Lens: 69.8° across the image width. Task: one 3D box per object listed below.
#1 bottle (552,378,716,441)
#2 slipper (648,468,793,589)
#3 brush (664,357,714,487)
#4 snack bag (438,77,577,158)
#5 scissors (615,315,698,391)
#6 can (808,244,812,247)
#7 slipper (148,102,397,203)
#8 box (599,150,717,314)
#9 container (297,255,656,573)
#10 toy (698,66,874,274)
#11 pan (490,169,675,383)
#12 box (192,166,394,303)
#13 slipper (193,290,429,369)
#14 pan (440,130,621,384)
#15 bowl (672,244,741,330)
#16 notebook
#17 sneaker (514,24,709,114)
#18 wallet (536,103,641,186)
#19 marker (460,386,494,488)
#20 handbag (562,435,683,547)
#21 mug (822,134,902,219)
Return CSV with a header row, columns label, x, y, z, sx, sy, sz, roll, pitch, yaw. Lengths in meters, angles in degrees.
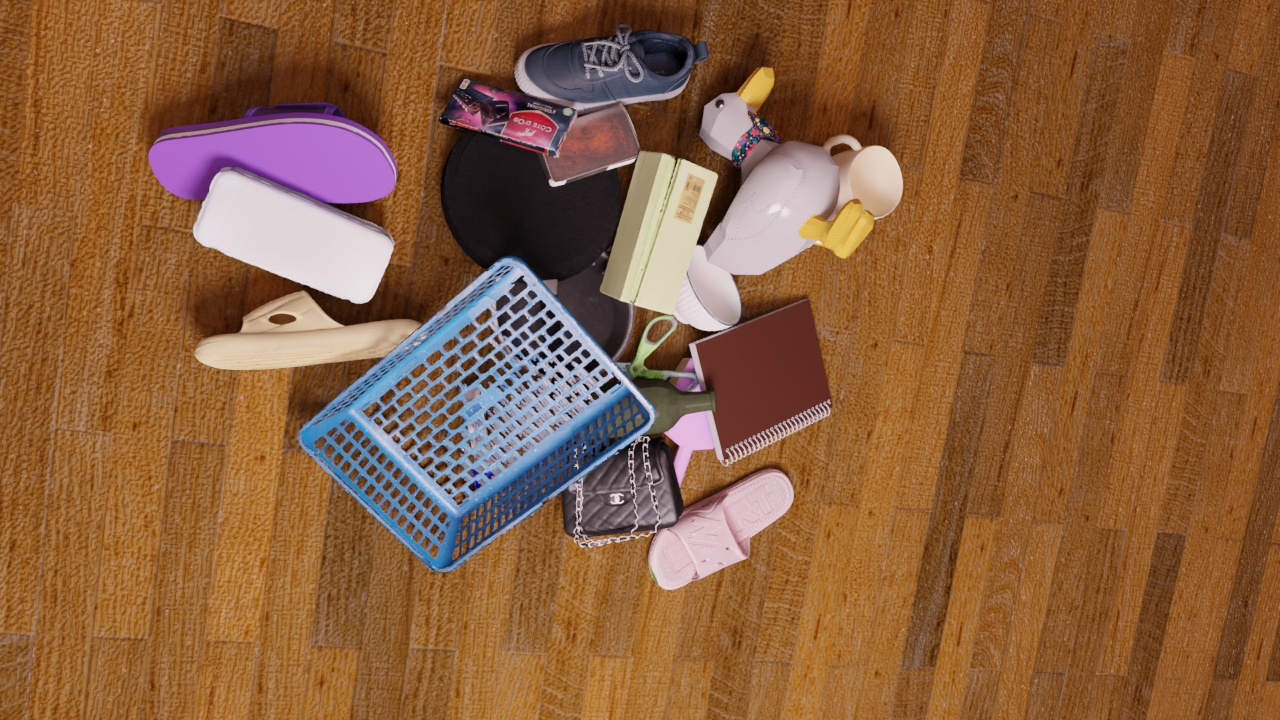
label,x,y,z,sx,sy,sz,roll,pitch,yaw
bottle,-0.006,0.061,1.181,0.207,0.071,0.071,-6,100,7
slipper,0.117,0.235,1.279,0.239,0.064,0.094,-32,105,-11
brush,0.062,0.105,1.255,0.089,0.043,0.228,19,92,-17
snack bag,-0.159,-0.294,1.109,0.155,0.018,0.074,17,62,6
scissors,-0.002,0.016,1.213,0.160,0.024,0.171,40,103,-8
can,0.194,-0.182,1.258,0.095,0.032,0.032,14,93,-17
slipper,-0.412,-0.246,1.051,0.266,0.083,0.107,-2,138,1
box,0.013,-0.160,1.140,0.091,0.083,0.188,13,99,-46
container,-0.191,0.062,1.095,0.363,0.089,0.257,-37,106,18
toy,0.163,-0.225,1.169,0.267,0.140,0.247,38,103,22
pan,-0.046,-0.127,1.190,0.187,0.055,0.356,43,72,-11
box,-0.391,-0.139,1.045,0.215,0.083,0.123,21,137,-21
slipper,-0.386,-0.039,1.089,0.261,0.111,0.079,-5,77,-19
pan,-0.122,-0.143,1.133,0.225,0.034,0.356,-8,85,-16
bowl,0.074,-0.087,1.211,0.062,0.117,0.118,-28,109,32
notebook,0.171,0.028,1.255,0.208,0.022,0.171,-21,103,-31
sneaker,-0.035,-0.365,1.133,0.235,0.087,0.089,-9,84,-16
wallet,-0.065,-0.266,1.134,0.123,0.019,0.072,-22,89,-17
marker,-0.211,0.099,1.189,0.027,0.023,0.133,-7,100,7
handbag,-0.031,0.164,1.184,0.154,0.114,0.125,-8,91,13
mug,0.278,-0.245,1.236,0.096,0.100,0.120,-33,108,-23
